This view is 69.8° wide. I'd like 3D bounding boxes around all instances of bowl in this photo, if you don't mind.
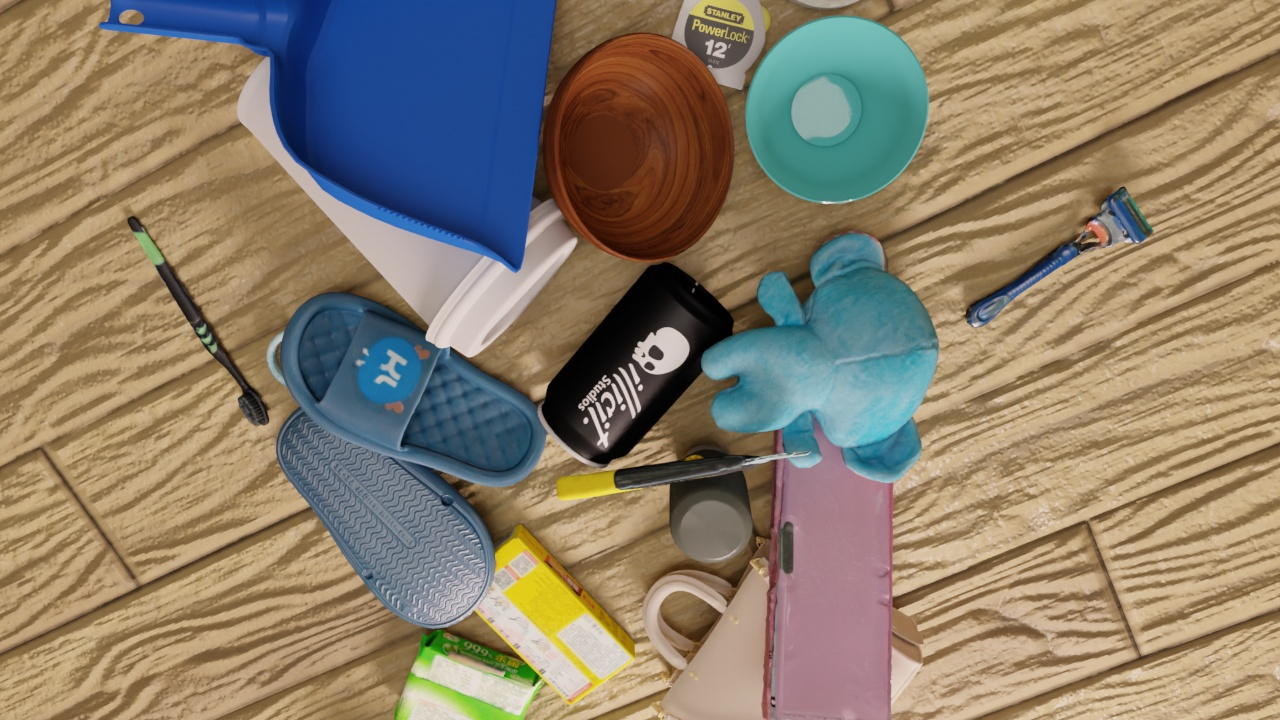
[{"bbox_3d":[0.132,-0.172,0.636,0.121,0.046,0.121,1,107,2],"label":"bowl"},{"bbox_3d":[-0.013,-0.143,0.630,0.147,0.069,0.147,-7,103,-35],"label":"bowl"}]

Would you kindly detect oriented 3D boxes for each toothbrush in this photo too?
[{"bbox_3d":[-0.346,-0.028,0.716,0.014,0.017,0.188,-26,103,11],"label":"toothbrush"}]

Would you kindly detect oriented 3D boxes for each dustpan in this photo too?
[{"bbox_3d":[-0.188,-0.189,0.560,0.257,0.059,0.245,6,77,-1],"label":"dustpan"}]

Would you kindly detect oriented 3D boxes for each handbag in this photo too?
[{"bbox_3d":[0.094,0.238,0.748,0.198,0.101,0.195,33,106,5],"label":"handbag"}]

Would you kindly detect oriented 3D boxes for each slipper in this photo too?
[{"bbox_3d":[-0.198,0.116,0.733,0.104,0.059,0.213,-39,96,3],"label":"slipper"},{"bbox_3d":[-0.169,0.029,0.689,0.213,0.059,0.103,30,78,-13],"label":"slipper"}]

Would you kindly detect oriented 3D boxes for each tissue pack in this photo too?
[{"bbox_3d":[-0.150,0.291,0.796,0.114,0.034,0.100,23,109,-5],"label":"tissue pack"}]

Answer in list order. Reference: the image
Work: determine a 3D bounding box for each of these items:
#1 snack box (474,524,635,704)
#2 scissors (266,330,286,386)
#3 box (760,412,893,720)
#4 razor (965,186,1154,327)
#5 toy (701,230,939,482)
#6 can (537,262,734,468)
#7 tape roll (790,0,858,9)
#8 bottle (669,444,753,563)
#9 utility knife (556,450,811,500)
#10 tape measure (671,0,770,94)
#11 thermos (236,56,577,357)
[{"bbox_3d":[-0.080,0.216,0.775,0.075,0.025,0.152,-39,102,13],"label":"snack box"},{"bbox_3d":[-0.258,0.028,0.730,0.125,0.016,0.125,41,105,-10],"label":"scissors"},{"bbox_3d":[0.141,0.151,0.679,0.098,0.041,0.232,6,74,3],"label":"box"},{"bbox_3d":[0.300,-0.070,0.675,0.141,0.018,0.044,-36,103,16],"label":"razor"},{"bbox_3d":[0.126,0.005,0.661,0.180,0.115,0.183,-12,94,-15],"label":"toy"},{"bbox_3d":[-0.004,0.004,0.678,0.080,0.080,0.146,39,105,-9],"label":"can"},{"bbox_3d":[0.127,-0.286,0.615,0.094,0.019,0.094,1,107,2],"label":"tape roll"},{"bbox_3d":[0.051,0.103,0.691,0.060,0.108,0.060,1,107,2],"label":"bottle"},{"bbox_3d":[0.025,0.079,0.649,0.198,0.028,0.020,-12,80,27],"label":"utility knife"},{"bbox_3d":[0.054,-0.224,0.638,0.064,0.016,0.065,14,107,-2],"label":"tape measure"},{"bbox_3d":[-0.162,-0.117,0.632,0.222,0.131,0.132,42,104,-2],"label":"thermos"}]
